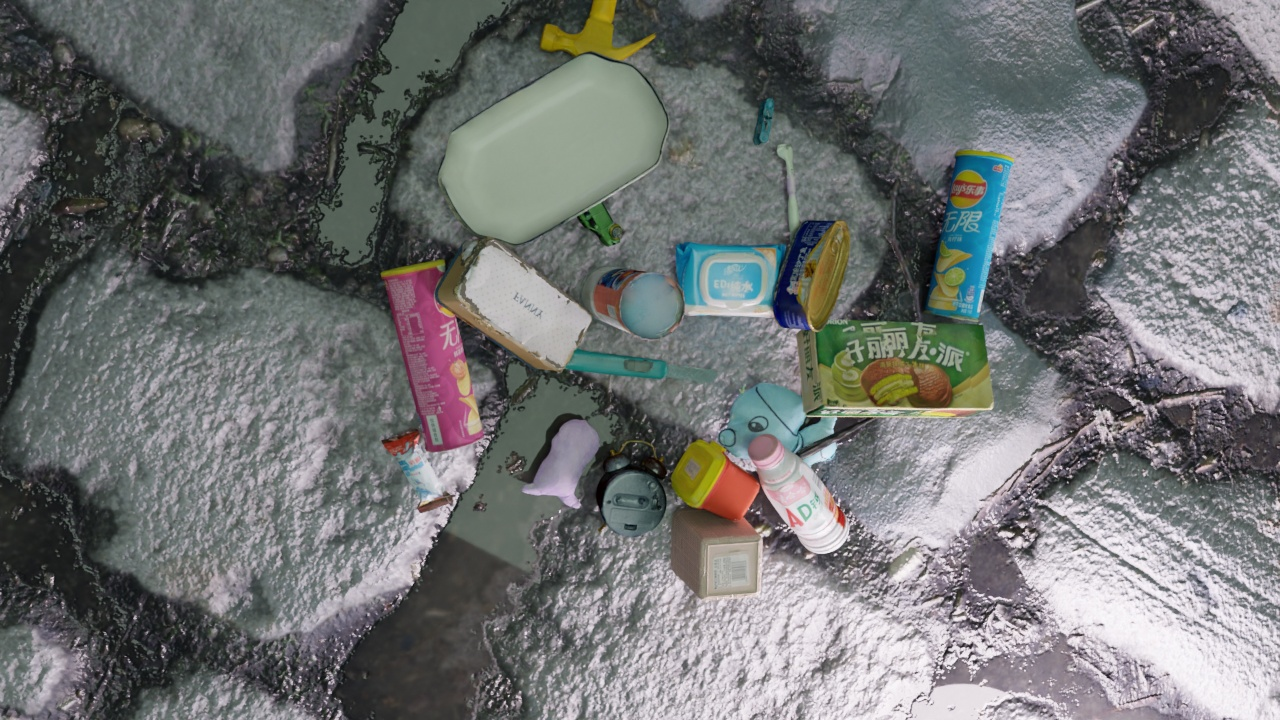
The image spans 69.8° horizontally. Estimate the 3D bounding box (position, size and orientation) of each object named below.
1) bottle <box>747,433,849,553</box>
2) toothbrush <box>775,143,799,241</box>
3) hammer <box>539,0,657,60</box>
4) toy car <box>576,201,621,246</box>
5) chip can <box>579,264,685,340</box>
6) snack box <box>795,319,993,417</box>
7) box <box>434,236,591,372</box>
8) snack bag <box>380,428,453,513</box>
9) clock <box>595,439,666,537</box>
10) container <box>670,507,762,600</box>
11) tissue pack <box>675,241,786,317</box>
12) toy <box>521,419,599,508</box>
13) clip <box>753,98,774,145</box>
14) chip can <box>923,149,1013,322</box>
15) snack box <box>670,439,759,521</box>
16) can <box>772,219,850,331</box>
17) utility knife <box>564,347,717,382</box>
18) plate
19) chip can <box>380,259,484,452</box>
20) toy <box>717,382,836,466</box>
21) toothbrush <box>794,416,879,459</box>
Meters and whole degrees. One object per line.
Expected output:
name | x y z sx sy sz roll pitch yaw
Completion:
bottle | 0.193 0.164 1.137 0.068 0.068 0.197 -43 126 -5
toothbrush | 0.189 -0.174 1.145 0.029 0.020 0.189 -19 106 -44
hammer | -0.024 -0.484 1.042 0.128 0.033 0.301 10 96 -15
toy car | -0.055 -0.172 1.074 0.036 0.043 0.091 -36 102 -8
chip can | -0.014 -0.066 1.009 0.071 0.215 0.071 -2 98 -13
snack box | 0.322 0.012 1.163 0.240 0.063 0.114 2 75 -13
box | -0.135 -0.057 1.033 0.184 0.061 0.089 41 70 -35
snack bag | -0.261 0.130 1.076 0.048 0.026 0.104 -21 102 3
clock | -0.011 0.158 1.125 0.082 0.055 0.122 9 95 -14
container | 0.095 0.239 1.133 0.090 0.111 0.090 -1 98 -13
tissue pack | 0.108 -0.098 1.112 0.140 0.063 0.090 0 98 -13
toy | -0.086 0.123 1.111 0.083 0.039 0.108 26 88 -33
clip | 0.151 -0.291 1.117 0.014 0.042 0.056 9 95 -17
chip can | 0.418 -0.158 1.175 0.071 0.071 0.210 9 96 -15
snack box | 0.094 0.149 1.133 0.080 0.091 0.082 30 90 -22
can | 0.209 -0.104 1.115 0.074 0.049 0.148 45 60 -49
utility knife | -0.007 0.007 1.126 0.215 0.013 0.029 7 96 -14
plate | -0.096 -0.234 1.035 0.265 0.034 0.162 -32 83 -3
chip can | -0.234 -0.005 1.041 0.071 0.071 0.210 -13 101 -11
toy | 0.176 0.086 1.163 0.161 0.050 0.156 -31 104 -15
toothbrush | 0.268 0.092 1.180 0.180 0.018 0.016 -22 113 -24
